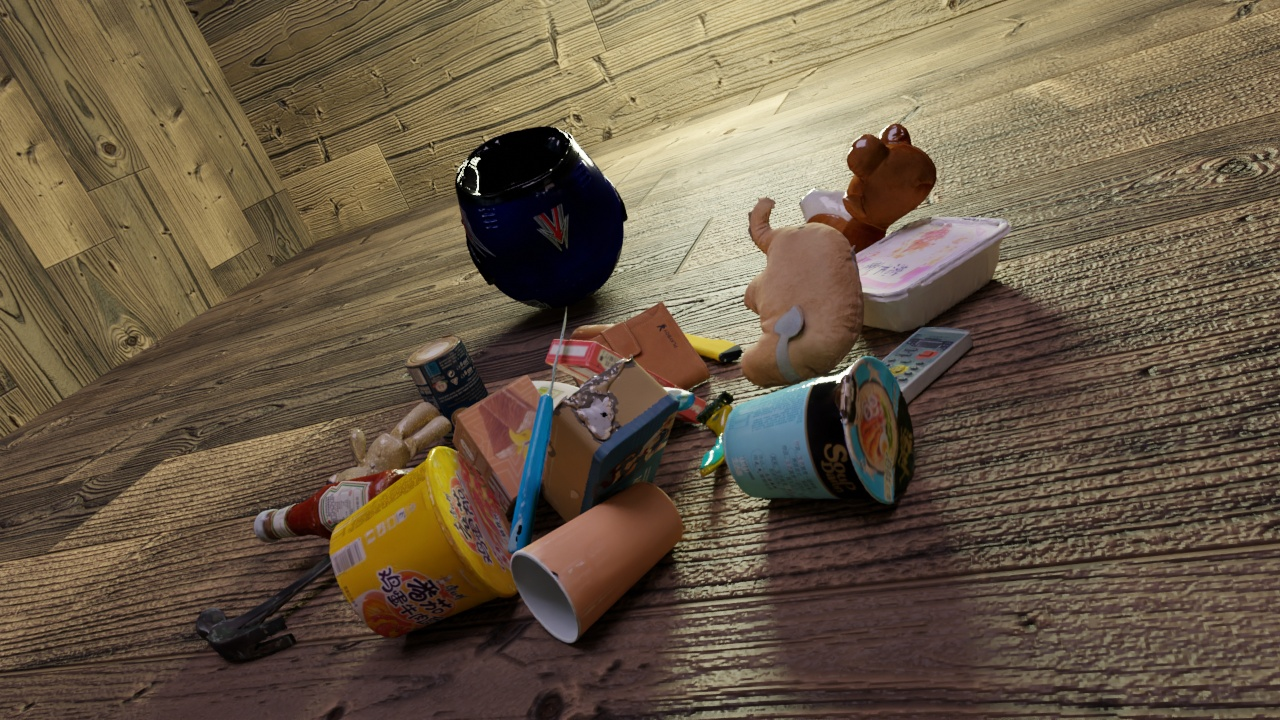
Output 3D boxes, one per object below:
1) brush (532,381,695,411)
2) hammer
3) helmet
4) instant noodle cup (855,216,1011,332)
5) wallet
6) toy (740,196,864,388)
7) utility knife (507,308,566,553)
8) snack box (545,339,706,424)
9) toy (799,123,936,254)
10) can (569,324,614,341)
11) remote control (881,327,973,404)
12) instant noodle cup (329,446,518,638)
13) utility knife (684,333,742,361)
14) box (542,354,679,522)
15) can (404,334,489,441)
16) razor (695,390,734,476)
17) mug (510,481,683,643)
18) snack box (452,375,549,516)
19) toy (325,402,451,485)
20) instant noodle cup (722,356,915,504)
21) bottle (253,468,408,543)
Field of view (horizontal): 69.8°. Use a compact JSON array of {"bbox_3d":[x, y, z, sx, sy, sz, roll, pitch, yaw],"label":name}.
[{"bbox_3d":[-0.039,0.059,0.879,0.060,0.109,0.315,-35,26,-29],"label":"brush"},{"bbox_3d":[-0.284,0.185,0.932,0.322,0.032,0.126,-37,25,-34],"label":"hammer"},{"bbox_3d":[-0.154,-0.214,1.448,0.247,0.240,0.315,-27,32,-6],"label":"helmet"},{"bbox_3d":[0.288,-0.088,0.960,0.173,0.060,0.138,-32,23,-19],"label":"instant noodle cup"},{"bbox_3d":[-0.006,0.006,1.003,0.131,0.031,0.107,-27,66,-10],"label":"wallet"},{"bbox_3d":[0.158,-0.079,0.928,0.144,0.082,0.225,-20,52,33],"label":"toy"},{"bbox_3d":[-0.087,0.059,0.820,0.018,0.034,0.236,7,67,3],"label":"utility knife"},{"bbox_3d":[-0.013,0.021,0.900,0.075,0.152,0.025,4,70,53],"label":"snack box"},{"bbox_3d":[0.246,-0.171,1.062,0.130,0.200,0.139,37,39,21],"label":"toy"},{"bbox_3d":[-0.021,-0.016,1.104,0.148,0.058,0.057,-1,30,45],"label":"can"},{"bbox_3d":[0.240,0.010,0.830,0.134,0.019,0.056,-34,24,-27],"label":"remote control"},{"bbox_3d":[-0.180,0.158,0.763,0.110,0.138,0.138,-30,20,7],"label":"instant noodle cup"},{"bbox_3d":[0.070,-0.017,1.074,0.033,0.015,0.164,-25,19,-21],"label":"utility knife"},{"bbox_3d":[-0.029,0.080,0.756,0.089,0.185,0.061,-36,66,-26],"label":"box"},{"bbox_3d":[-0.233,0.033,1.131,0.075,0.111,0.075,-20,21,8],"label":"can"},{"bbox_3d":[0.067,0.074,0.841,0.043,0.028,0.132,-41,11,21],"label":"razor"},{"bbox_3d":[-0.029,0.148,0.706,0.122,0.078,0.078,-31,22,-34],"label":"mug"},{"bbox_3d":[-0.119,0.083,0.871,0.077,0.094,0.093,-32,-9,-22],"label":"snack box"},{"bbox_3d":[-0.284,0.110,1.057,0.105,0.066,0.156,36,59,13],"label":"toy"},{"bbox_3d":[0.133,0.061,0.713,0.121,0.111,0.111,-13,22,39],"label":"instant noodle cup"},{"bbox_3d":[-0.306,0.152,0.910,0.207,0.060,0.059,-15,22,30],"label":"bottle"}]
